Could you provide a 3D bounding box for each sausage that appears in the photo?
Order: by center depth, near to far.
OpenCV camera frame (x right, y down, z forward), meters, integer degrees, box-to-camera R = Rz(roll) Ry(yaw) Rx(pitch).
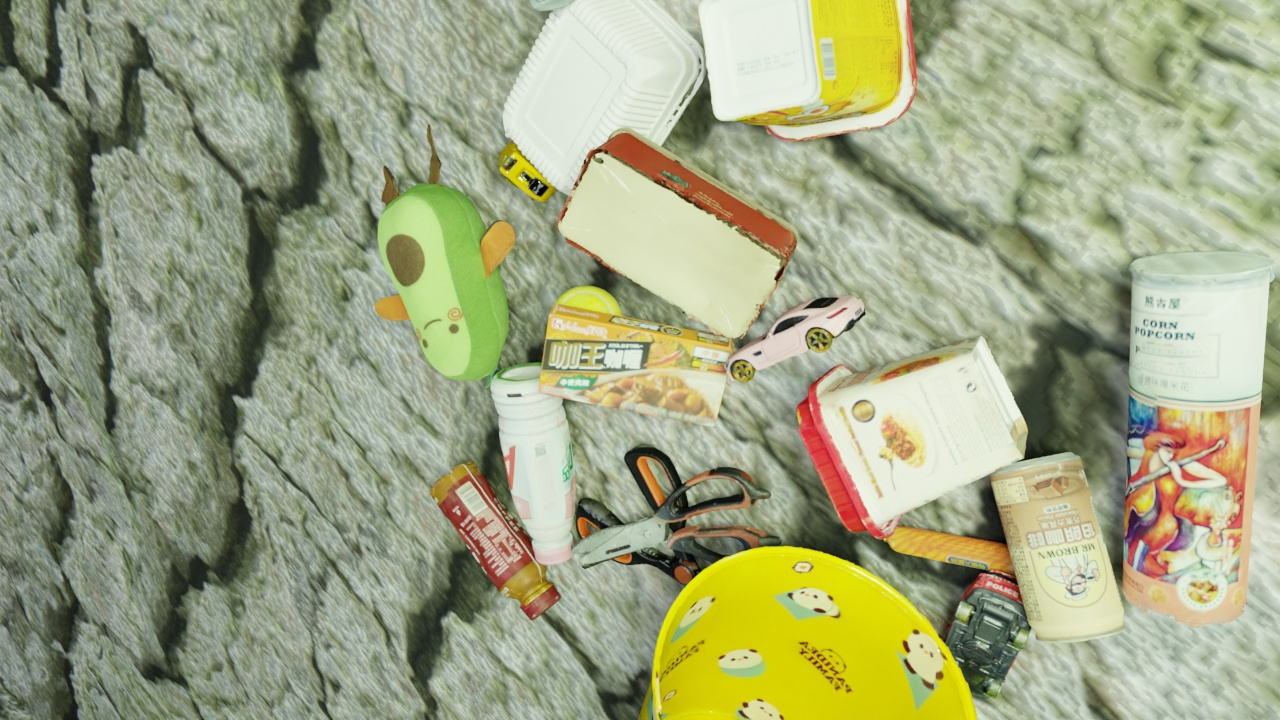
[{"bbox_3d":[0.254,0.142,0.669,0.165,0.021,0.021,5,109,35],"label":"sausage"}]

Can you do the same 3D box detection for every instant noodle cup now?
[{"bbox_3d":[0.104,-0.202,0.595,0.116,0.123,0.116,-1,106,37],"label":"instant noodle cup"},{"bbox_3d":[0.190,0.046,0.634,0.124,0.116,0.116,-26,89,27],"label":"instant noodle cup"},{"bbox_3d":[-0.043,-0.214,0.743,0.138,0.060,0.174,48,129,14],"label":"instant noodle cup"}]

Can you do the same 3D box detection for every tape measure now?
[{"bbox_3d":[-0.100,-0.162,0.801,0.057,0.060,0.029,38,105,-24],"label":"tape measure"}]

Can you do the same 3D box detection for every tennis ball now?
[{"bbox_3d":[-0.047,-0.033,0.804,0.065,0.065,0.065,13,113,33],"label":"tennis ball"}]

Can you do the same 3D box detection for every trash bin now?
[{"bbox_3d":[0.093,0.309,0.706,0.229,0.228,0.256,39,139,20],"label":"trash bin"}]

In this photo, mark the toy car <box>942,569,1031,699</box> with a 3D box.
[{"bbox_3d":[0.253,0.202,0.673,0.053,0.045,0.121,24,134,22],"label":"toy car"}]

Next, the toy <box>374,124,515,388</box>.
[{"bbox_3d":[-0.192,-0.089,0.877,0.228,0.089,0.246,-22,89,46],"label":"toy"}]

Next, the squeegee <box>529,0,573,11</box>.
[{"bbox_3d":[0.019,-0.330,0.652,0.247,0.039,0.246,-35,79,22],"label":"squeegee"}]

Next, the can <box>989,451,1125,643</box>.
[{"bbox_3d":[0.274,0.122,0.606,0.059,0.058,0.116,-20,77,39],"label":"can"}]

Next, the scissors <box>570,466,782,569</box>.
[{"bbox_3d":[0.027,0.162,0.820,0.195,0.015,0.207,30,122,16],"label":"scissors"}]

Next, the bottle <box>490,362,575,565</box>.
[{"bbox_3d":[-0.097,0.104,0.889,0.068,0.068,0.197,6,111,35],"label":"bottle"}]

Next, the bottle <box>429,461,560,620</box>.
[{"bbox_3d":[-0.150,0.190,0.962,0.175,0.057,0.058,52,128,11],"label":"bottle"}]

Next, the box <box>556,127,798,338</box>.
[{"bbox_3d":[0.025,-0.091,0.690,0.168,0.079,0.092,31,123,2],"label":"box"}]

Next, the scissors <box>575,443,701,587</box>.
[{"bbox_3d":[0.027,0.179,0.854,0.225,0.021,0.221,0,110,35],"label":"scissors"}]

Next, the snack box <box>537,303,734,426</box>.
[{"bbox_3d":[-0.005,0.004,0.765,0.154,0.026,0.075,11,115,0],"label":"snack box"}]

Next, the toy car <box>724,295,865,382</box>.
[{"bbox_3d":[0.113,-0.019,0.696,0.123,0.056,0.037,-26,93,39],"label":"toy car"}]

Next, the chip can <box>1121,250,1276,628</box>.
[{"bbox_3d":[0.330,0.046,0.549,0.071,0.071,0.215,5,109,35],"label":"chip can"}]
